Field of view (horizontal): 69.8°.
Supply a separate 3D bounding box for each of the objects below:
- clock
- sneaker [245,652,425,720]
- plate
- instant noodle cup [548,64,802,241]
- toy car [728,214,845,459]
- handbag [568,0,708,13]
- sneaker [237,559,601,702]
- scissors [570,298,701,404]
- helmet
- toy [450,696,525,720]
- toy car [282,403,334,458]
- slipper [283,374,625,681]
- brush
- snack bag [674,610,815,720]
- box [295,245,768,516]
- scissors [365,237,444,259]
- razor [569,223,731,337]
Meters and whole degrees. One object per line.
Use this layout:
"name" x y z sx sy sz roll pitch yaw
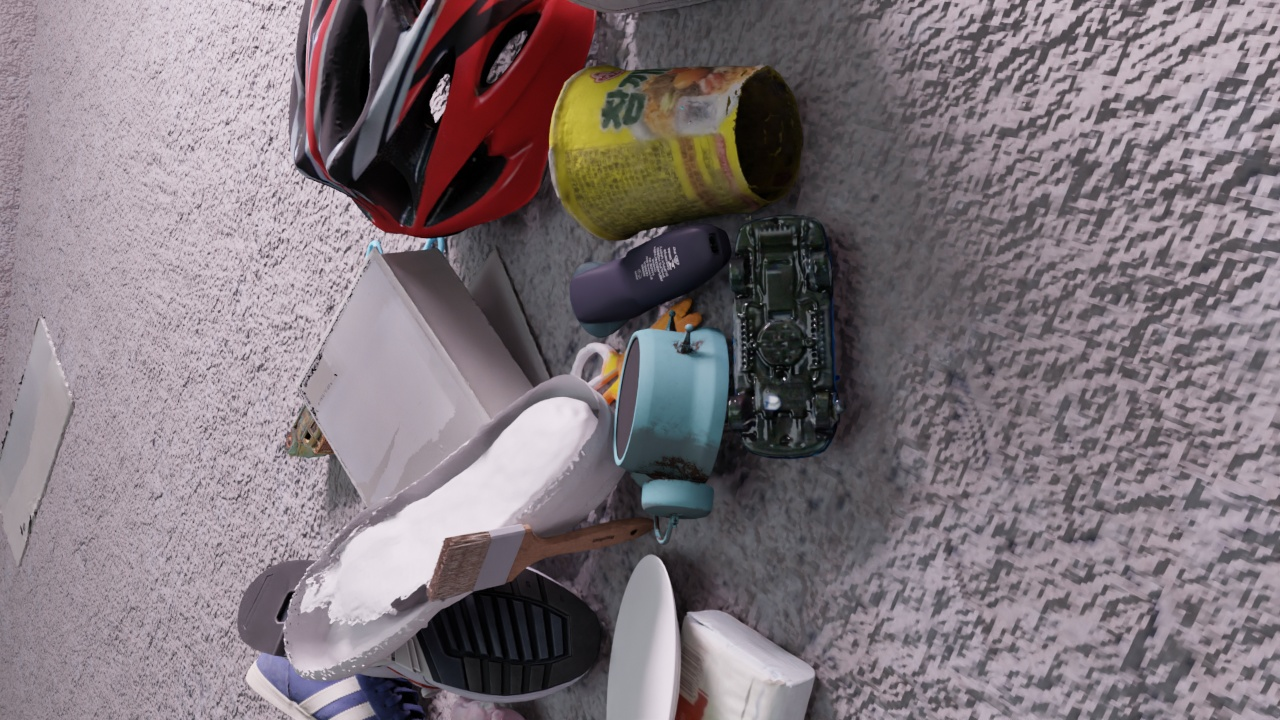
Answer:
"clock" 0.015 0.038 0.498 0.090 0.053 0.124 -122 40 -77
"sneaker" -0.191 0.252 0.721 0.233 0.091 0.118 24 78 26
"plate" 0.003 0.179 0.518 0.134 0.011 0.134 -171 91 -77
"instant noodle cup" 0.022 -0.114 0.490 0.108 0.102 0.102 3 91 38
"toy car" 0.074 -0.011 0.456 0.056 0.043 0.120 -2 84 16
"handbag" -0.029 -0.254 0.469 0.142 0.198 0.096 11 95 46
"sneaker" -0.141 0.188 0.638 0.240 0.124 0.088 5 65 7
"scissors" -0.005 -0.004 0.570 0.131 0.013 0.070 -47 58 36
"helmet" -0.139 -0.221 0.631 0.218 0.166 0.272 15 87 43
"toy" -0.097 0.280 0.636 0.064 0.047 0.110 -11 98 37
"toy car" -0.290 0.064 0.846 0.112 0.047 0.047 -50 50 34
"slipper" -0.112 0.105 0.554 0.247 0.074 0.112 -38 35 2
"brush" -0.048 0.103 0.516 0.008 0.142 0.045 51 132 37
"snack bag" 0.034 0.254 0.501 0.077 0.041 0.225 24 108 45
"box" -0.049 0.032 0.767 0.169 0.402 0.171 -47 57 35
"scissors" -0.208 -0.070 0.789 0.135 0.015 0.135 -51 51 24
"razor" 0.003 -0.047 0.516 0.143 0.052 0.047 -18 85 61
